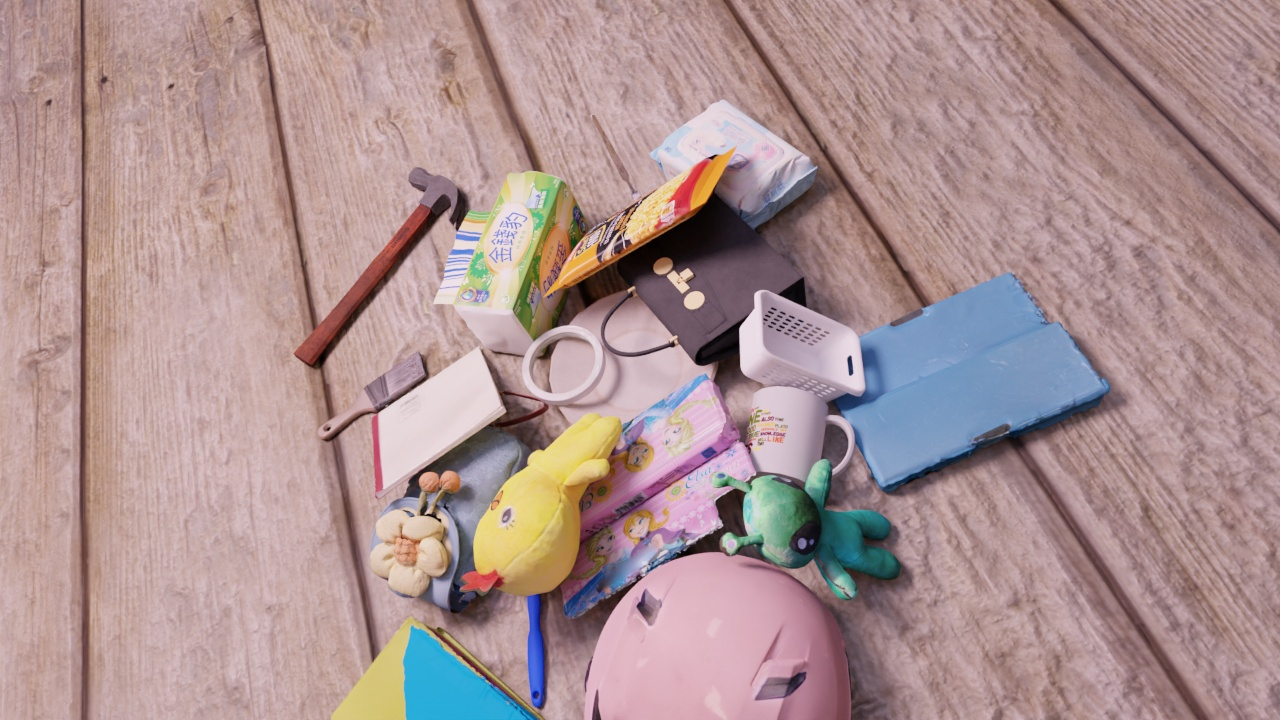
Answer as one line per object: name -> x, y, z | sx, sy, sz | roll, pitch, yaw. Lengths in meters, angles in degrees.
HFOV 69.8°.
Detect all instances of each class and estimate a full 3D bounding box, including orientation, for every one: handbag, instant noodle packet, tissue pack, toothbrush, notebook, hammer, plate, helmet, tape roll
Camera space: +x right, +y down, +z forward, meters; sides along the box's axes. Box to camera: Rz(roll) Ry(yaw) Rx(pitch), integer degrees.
handbag -> 0.045, -0.067, 0.981 | 0.195, 0.072, 0.175 | -31, 52, -9
instant noodle packet -> 0.000, -0.152, 1.003 | 0.221, 0.032, 0.159 | -27, 20, 31
handbag -> -0.192, 0.149, 0.926 | 0.122, 0.118, 0.191 | 20, 73, 26
tissue pack -> 0.105, -0.231, 1.078 | 0.112, 0.070, 0.182 | -41, 58, -7
tissue pack -> -0.163, -0.116, 1.072 | 0.141, 0.120, 0.197 | 7, 57, 21
toothbrush -> -0.104, 0.247, 0.908 | 0.016, 0.018, 0.182 | -11, 62, 10
toothbrush -> -0.022, -0.221, 1.044 | 0.010, 0.181, 0.010 | -39, 61, -1
handbag -> -0.150, 0.053, 1.001 | 0.120, 0.029, 0.055 | -5, 61, 32
notebook -> -0.222, 0.058, 0.982 | 0.153, 0.012, 0.208 | -35, 24, -3
hammer -> -0.333, -0.117, 1.169 | 0.111, 0.028, 0.300 | 26, 72, 28
plate -> -0.006, 0.005, 1.004 | 0.189, 0.027, 0.188 | -7, 60, 13
helmet -> 0.057, 0.283, 0.766 | 0.230, 0.152, 0.255 | 25, 77, 23
tape roll -> -0.084, 0.005, 1.001 | 0.093, 0.013, 0.092 | -7, 60, 12

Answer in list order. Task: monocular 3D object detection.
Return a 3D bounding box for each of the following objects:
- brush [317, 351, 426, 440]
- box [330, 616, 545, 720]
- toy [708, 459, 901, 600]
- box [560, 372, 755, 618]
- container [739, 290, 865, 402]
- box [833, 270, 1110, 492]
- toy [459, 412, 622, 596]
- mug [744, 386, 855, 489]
brush -> -0.317, 0.044, 1.083 | 0.151, 0.012, 0.039 | -35, 59, -5
box -> -0.158, 0.348, 0.831 | 0.221, 0.081, 0.124 | 29, 74, 25
toy -> 0.148, 0.151, 0.809 | 0.073, 0.193, 0.130 | -46, 36, 41
box -> -0.002, 0.129, 0.881 | 0.231, 0.035, 0.159 | -35, 42, 13
container -> 0.153, -0.007, 0.901 | 0.050, 0.129, 0.080 | -43, 34, 45
box -> 0.305, 0.012, 0.906 | 0.231, 0.033, 0.174 | -25, 57, 3
toy -> -0.087, 0.136, 0.856 | 0.207, 0.092, 0.134 | -62, 22, -15
mug -> 0.153, 0.082, 0.886 | 0.105, 0.073, 0.089 | 5, 63, 19
